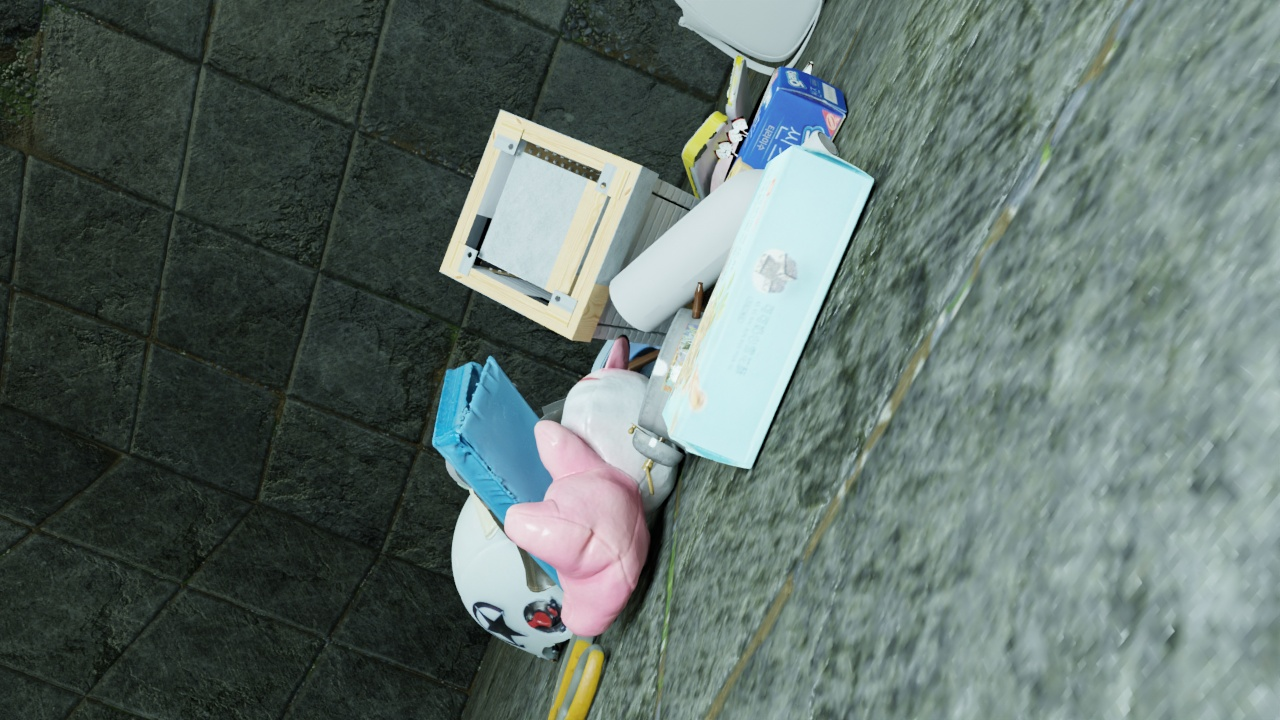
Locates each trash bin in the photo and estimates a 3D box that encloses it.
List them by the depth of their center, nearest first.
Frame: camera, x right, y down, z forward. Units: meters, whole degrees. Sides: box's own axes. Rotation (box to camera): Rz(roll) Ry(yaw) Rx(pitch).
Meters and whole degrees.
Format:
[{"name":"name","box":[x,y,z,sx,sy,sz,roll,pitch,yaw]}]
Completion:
[{"name":"trash bin","box":[-0.030,-0.105,0.835,0.246,0.142,0.142,4,-69,-64]}]

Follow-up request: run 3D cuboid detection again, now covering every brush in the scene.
[{"name":"brush","box":[-0.166,0.138,0.942,0.033,0.012,0.218,-55,21,-1]}]

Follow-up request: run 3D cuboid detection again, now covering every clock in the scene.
[{"name":"clock","box":[0.032,0.025,0.658,0.104,0.056,0.147,66,-135,-81]},{"name":"clock","box":[0.100,-0.176,0.786,0.115,0.065,0.154,161,132,-85]}]

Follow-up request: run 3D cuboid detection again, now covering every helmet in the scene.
[{"name":"helmet","box":[-0.118,0.187,1.015,0.265,0.163,0.235,118,172,-46]}]

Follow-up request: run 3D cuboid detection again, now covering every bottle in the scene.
[{"name":"bottle","box":[0.060,-0.094,0.664,0.196,0.052,0.052,-38,21,33]}]

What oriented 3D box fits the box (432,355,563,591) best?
[{"name":"box","box":[-0.076,0.105,0.718,0.048,0.231,0.093,-24,32,13]}]

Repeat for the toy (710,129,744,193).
[{"name":"toy","box":[0.109,-0.206,0.945,0.093,0.050,0.102,-62,6,-11]}]

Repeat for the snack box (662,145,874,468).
[{"name":"snack box","box":[0.068,-0.031,0.521,0.075,0.053,0.175,-110,42,-83]}]

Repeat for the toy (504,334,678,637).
[{"name":"toy","box":[-0.023,0.091,0.699,0.142,0.084,0.212,64,-153,-28]}]

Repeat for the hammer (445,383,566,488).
[{"name":"hammer","box":[-0.146,0.061,1.061,0.322,0.156,0.043,-138,28,-76]}]

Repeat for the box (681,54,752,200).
[{"name":"box","box":[0.096,-0.236,1.017,0.129,0.039,0.209,-64,-14,-5]}]

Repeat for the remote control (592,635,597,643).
[{"name":"remote control","box":[-0.030,0.202,0.845,0.047,0.009,0.124,120,171,-62]}]

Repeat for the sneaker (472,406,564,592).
[{"name":"sneaker","box":[-0.041,0.109,0.870,0.234,0.095,0.120,-39,-60,-40]}]

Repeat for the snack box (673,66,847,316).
[{"name":"snack box","box":[0.086,-0.119,0.712,0.056,0.057,0.207,-74,8,-56]}]

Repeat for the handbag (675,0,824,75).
[{"name":"handbag","box":[0.104,-0.446,1.068,0.216,0.222,0.095,117,175,-51]}]

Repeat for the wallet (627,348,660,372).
[{"name":"wallet","box":[-0.006,0.006,0.950,0.088,0.013,0.120,-24,1,41]}]

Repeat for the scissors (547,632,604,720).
[{"name":"scissors","box":[-0.070,0.313,0.732,0.162,0.016,0.225,134,155,-73]}]

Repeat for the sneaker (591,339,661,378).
[{"name":"sneaker","box":[0.036,-0.050,1.070,0.098,0.083,0.241,33,95,51]}]
